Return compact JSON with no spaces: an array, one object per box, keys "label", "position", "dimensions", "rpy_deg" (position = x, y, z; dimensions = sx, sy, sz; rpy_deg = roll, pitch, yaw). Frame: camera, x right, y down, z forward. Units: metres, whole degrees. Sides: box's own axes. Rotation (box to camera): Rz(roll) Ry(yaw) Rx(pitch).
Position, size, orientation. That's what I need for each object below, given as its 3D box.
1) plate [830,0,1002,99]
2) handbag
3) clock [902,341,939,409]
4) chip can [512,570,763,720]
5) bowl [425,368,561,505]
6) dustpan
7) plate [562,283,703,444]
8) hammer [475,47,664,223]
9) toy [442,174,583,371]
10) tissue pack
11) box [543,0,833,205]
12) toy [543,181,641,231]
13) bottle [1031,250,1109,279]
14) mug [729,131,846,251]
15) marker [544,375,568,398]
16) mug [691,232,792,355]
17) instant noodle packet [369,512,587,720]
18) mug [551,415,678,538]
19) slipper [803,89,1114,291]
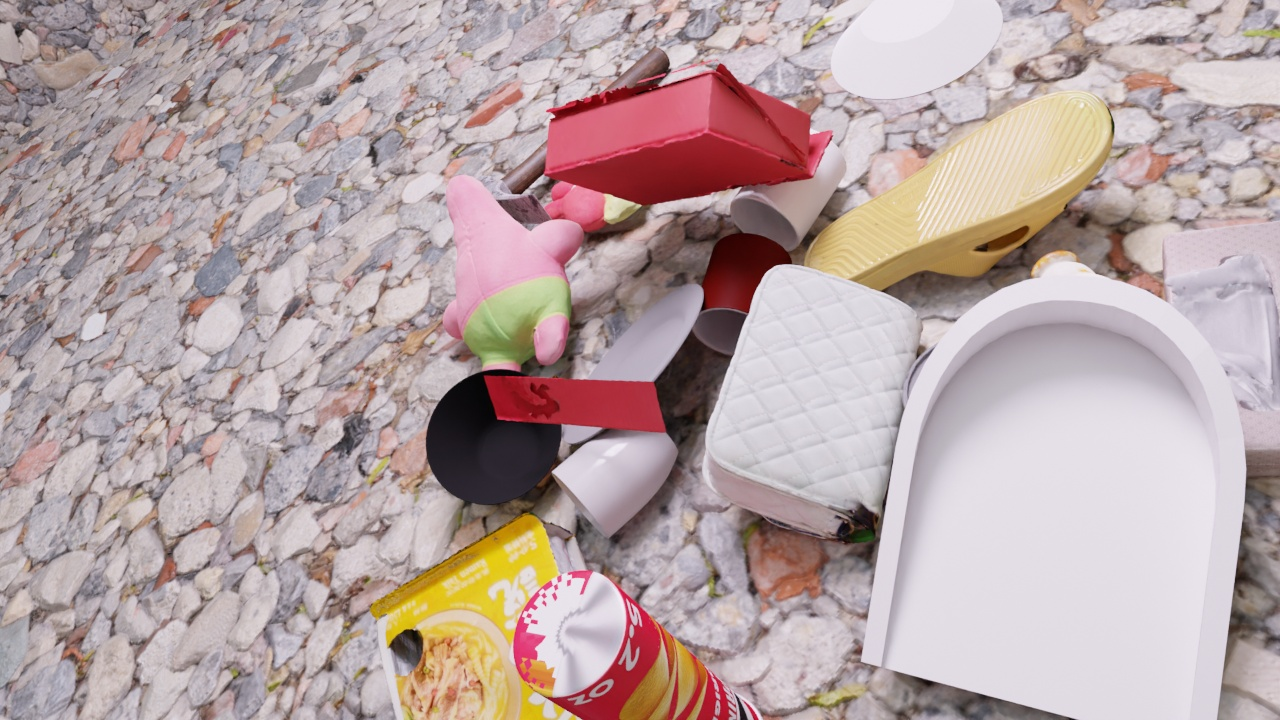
[{"label":"plate","position":[0.277,-0.344,0.944],"dimensions":[0.174,0.036,0.173],"rpy_deg":[-16,49,19]},{"label":"handbag","position":[0.131,0.030,0.699],"dimensions":[0.139,0.073,0.194],"rpy_deg":[20,63,6]},{"label":"clock","position":[0.243,0.040,0.652],"dimensions":[0.104,0.056,0.147],"rpy_deg":[-7,51,25]},{"label":"chip can","position":[0.008,0.200,0.548],"dimensions":[0.069,0.220,0.069],"rpy_deg":[-16,49,19]},{"label":"bowl","position":[-0.126,0.075,0.831],"dimensions":[0.124,0.052,0.124],"rpy_deg":[-3,70,8]},{"label":"dustpan","position":[0.252,0.077,0.558],"dimensions":[0.192,0.053,0.257],"rpy_deg":[8,74,25]},{"label":"plate","position":[-0.005,0.005,0.800],"dimensions":[0.179,0.012,0.178],"rpy_deg":[-45,16,16]},{"label":"hammer","position":[-0.058,-0.262,1.044],"dimensions":[0.300,0.037,0.218],"rpy_deg":[-44,28,-14]},{"label":"toy","position":[-0.140,-0.084,0.918],"dimensions":[0.192,0.096,0.236],"rpy_deg":[-32,70,25]},{"label":"tissue pack","position":[0.395,-0.014,0.602],"dimensions":[0.104,0.071,0.181],"rpy_deg":[-2,59,28]},{"label":"box","position":[0.087,-0.276,0.853],"dimensions":[0.213,0.148,0.373],"rpy_deg":[1,50,48]},{"label":"toy","position":[-0.050,-0.176,0.997],"dimensions":[0.135,0.045,0.091],"rpy_deg":[-4,50,33]},{"label":"bottle","position":[0.318,-0.034,0.661],"dimensions":[0.063,0.063,0.108],"rpy_deg":[-21,40,15]},{"label":"mug","position":[0.129,-0.159,0.871],"dimensions":[0.090,0.074,0.111],"rpy_deg":[-55,23,-17]},{"label":"marker","position":[-0.128,0.069,0.873],"dimensions":[0.146,0.017,0.017],"rpy_deg":[-44,46,-6]},{"label":"mug","position":[0.105,-0.054,0.801],"dimensions":[0.106,0.073,0.082],"rpy_deg":[13,60,9]},{"label":"instant noodle packet","position":[-0.097,0.248,0.682],"dimensions":[0.163,0.084,0.221],"rpy_deg":[-32,52,7]},{"label":"mug","position":[-0.023,0.088,0.771],"dimensions":[0.089,0.071,0.107],"rpy_deg":[-40,18,-13]},{"label":"slipper","position":[0.260,-0.114,0.752],"dimensions":[0.264,0.078,0.099],"rpy_deg":[-27,44,33]}]
